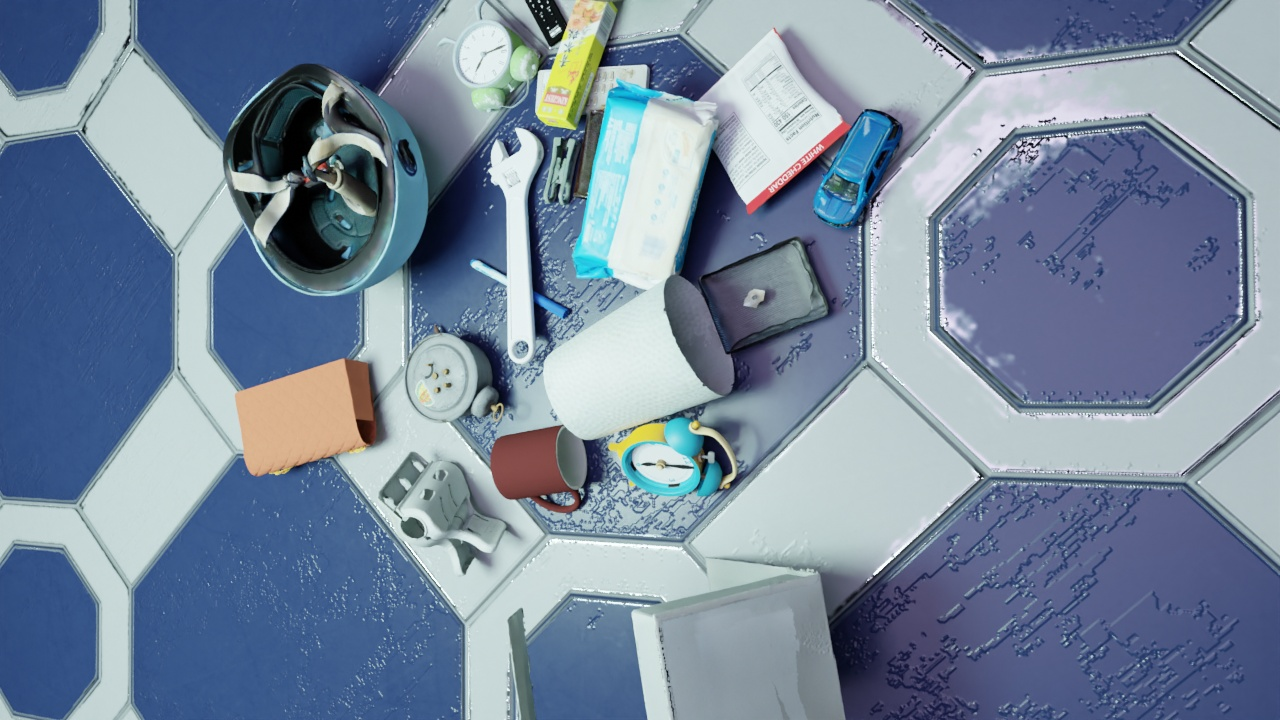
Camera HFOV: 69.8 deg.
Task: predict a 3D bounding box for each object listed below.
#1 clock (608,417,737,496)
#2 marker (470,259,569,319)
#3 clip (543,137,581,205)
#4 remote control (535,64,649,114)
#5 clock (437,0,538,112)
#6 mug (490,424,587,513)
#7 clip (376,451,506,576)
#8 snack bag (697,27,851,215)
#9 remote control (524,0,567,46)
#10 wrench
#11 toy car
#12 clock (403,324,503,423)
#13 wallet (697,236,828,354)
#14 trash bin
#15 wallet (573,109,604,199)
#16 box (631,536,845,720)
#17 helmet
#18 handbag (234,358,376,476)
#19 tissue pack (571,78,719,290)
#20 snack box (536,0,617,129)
[{"bbox_3d":[0.036,0.103,0.952,0.130,0.043,0.099,-9,128,26],"label":"clock"},{"bbox_3d":[-0.142,-0.084,1.064,0.142,0.013,0.013,29,100,21],"label":"marker"},{"bbox_3d":[-0.090,-0.214,1.039,0.045,0.023,0.076,11,91,24],"label":"clip"},{"bbox_3d":[-0.056,-0.303,1.032,0.136,0.011,0.050,5,91,22],"label":"remote control"},{"bbox_3d":[-0.169,-0.344,1.063,0.094,0.042,0.119,-37,76,18],"label":"clock"},{"bbox_3d":[-0.107,0.127,1.021,0.083,0.073,0.106,-12,114,22],"label":"mug"},{"bbox_3d":[-0.225,0.172,1.042,0.144,0.124,0.075,44,110,-8],"label":"clip"},{"bbox_3d":[0.124,-0.246,0.938,0.131,0.039,0.144,-40,67,25],"label":"snack bag"},{"bbox_3d":[-0.123,-0.428,1.062,0.030,0.009,0.140,-31,78,19],"label":"remote control"},{"bbox_3d":[-0.140,-0.132,1.051,0.066,0.018,0.273,-5,83,22],"label":"wrench"},{"bbox_3d":[0.211,-0.190,0.904,0.056,0.043,0.120,30,100,20],"label":"toy car"},{"bbox_3d":[-0.214,0.028,1.068,0.148,0.056,0.104,31,101,22],"label":"clock"},{"bbox_3d":[0.125,-0.066,0.941,0.115,0.026,0.089,-21,80,11],"label":"wallet"},{"bbox_3d":[-0.006,0.006,0.948,0.162,0.133,0.133,-26,80,25],"label":"trash bin"},{"bbox_3d":[-0.010,-0.218,1.005,0.120,0.031,0.099,12,96,19],"label":"wallet"},{"bbox_3d":[0.096,0.281,0.894,0.172,0.380,0.167,-9,85,5],"label":"box"},{"bbox_3d":[-0.341,-0.199,1.062,0.226,0.166,0.265,-26,78,22],"label":"helmet"},{"bbox_3d":[-0.412,0.074,1.144,0.172,0.060,0.108,-16,78,18],"label":"handbag"},{"bbox_3d":[0.004,-0.173,0.952,0.117,0.066,0.209,17,106,9],"label":"tissue pack"},{"bbox_3d":[-0.070,-0.331,1.016,0.040,0.029,0.148,17,86,24],"label":"snack box"}]
